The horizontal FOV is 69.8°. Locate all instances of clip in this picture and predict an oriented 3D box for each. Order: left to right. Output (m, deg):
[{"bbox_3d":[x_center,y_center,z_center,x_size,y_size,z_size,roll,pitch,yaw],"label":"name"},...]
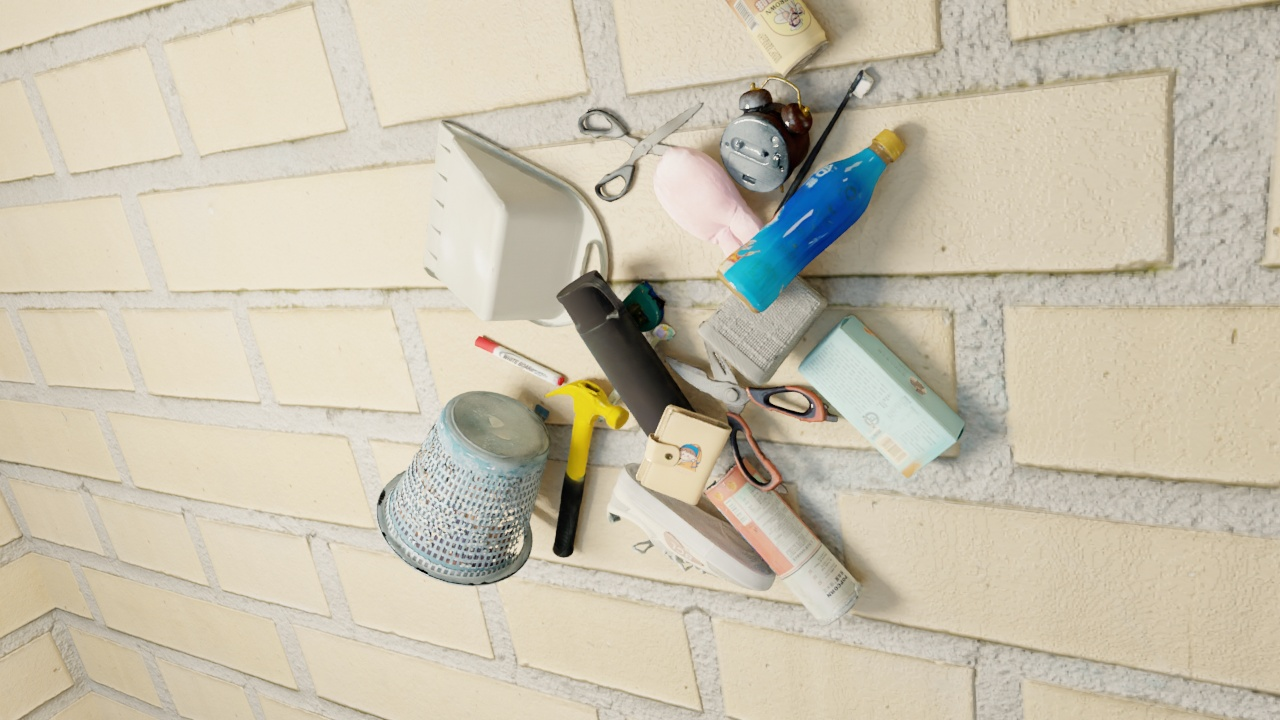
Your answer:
[{"bbox_3d":[-0.148,0.091,1.295,0.027,0.043,0.058,28,131,16],"label":"clip"}]

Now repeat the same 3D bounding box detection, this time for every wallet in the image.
[{"bbox_3d":[0.048,0.113,1.097,0.087,0.024,0.115,21,118,-1],"label":"wallet"}]

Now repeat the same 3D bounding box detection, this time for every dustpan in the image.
[{"bbox_3d":[-0.163,-0.159,1.198,0.257,0.142,0.223,48,134,42],"label":"dustpan"}]

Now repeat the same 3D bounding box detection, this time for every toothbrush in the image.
[{"bbox_3d":[-0.013,0.021,1.178,0.029,0.020,0.190,15,133,-26],"label":"toothbrush"},{"bbox_3d":[0.185,-0.217,0.949,0.018,0.015,0.182,34,125,4],"label":"toothbrush"}]

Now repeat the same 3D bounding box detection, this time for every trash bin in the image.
[{"bbox_3d":[-0.222,0.158,1.250,0.226,0.225,0.196,36,120,14],"label":"trash bin"}]

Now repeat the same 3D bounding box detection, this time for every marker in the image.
[{"bbox_3d":[-0.168,0.001,1.267,0.145,0.017,0.017,25,122,21],"label":"marker"}]

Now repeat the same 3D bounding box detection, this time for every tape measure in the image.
[{"bbox_3d":[0.002,-0.062,1.127,0.054,0.025,0.058,50,128,5],"label":"tape measure"}]

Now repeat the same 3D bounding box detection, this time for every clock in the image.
[{"bbox_3d":[0.131,-0.230,0.938,0.082,0.055,0.122,30,137,20],"label":"clock"}]

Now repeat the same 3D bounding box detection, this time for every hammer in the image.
[{"bbox_3d":[-0.090,0.156,1.268,0.129,0.032,0.301,34,129,31],"label":"hammer"}]

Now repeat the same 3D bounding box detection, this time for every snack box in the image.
[{"bbox_3d":[0.260,0.038,0.994,0.175,0.051,0.074,45,126,6],"label":"snack box"}]

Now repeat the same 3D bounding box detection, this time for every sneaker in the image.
[{"bbox_3d":[0.057,0.235,1.183,0.242,0.089,0.091,34,109,20],"label":"sneaker"}]

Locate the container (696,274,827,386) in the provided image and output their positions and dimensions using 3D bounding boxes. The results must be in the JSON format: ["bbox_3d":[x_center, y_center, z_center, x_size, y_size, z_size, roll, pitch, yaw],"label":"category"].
[{"bbox_3d":[0.136,-0.046,0.994,0.090,0.090,0.114,42,103,10],"label":"container"}]

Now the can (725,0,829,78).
[{"bbox_3d":[0.130,-0.341,0.900,0.059,0.058,0.116,-36,90,38],"label":"can"}]

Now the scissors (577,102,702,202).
[{"bbox_3d":[0.000,-0.247,1.056,0.159,0.014,0.181,44,125,5],"label":"scissors"}]

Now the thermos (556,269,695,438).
[{"bbox_3d":[-0.007,0.006,1.101,0.242,0.068,0.090,56,157,-16],"label":"thermos"}]

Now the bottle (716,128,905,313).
[{"bbox_3d":[0.173,-0.141,0.912,0.219,0.065,0.065,-44,84,6],"label":"bottle"}]

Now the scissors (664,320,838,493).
[{"bbox_3d":[0.124,0.056,1.086,0.227,0.015,0.189,10,97,21],"label":"scissors"}]

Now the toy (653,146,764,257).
[{"bbox_3d":[0.076,-0.164,0.997,0.159,0.054,0.121,47,162,10],"label":"toy"}]

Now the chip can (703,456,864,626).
[{"bbox_3d":[0.173,0.218,1.117,0.214,0.071,0.071,48,127,5],"label":"chip can"}]
